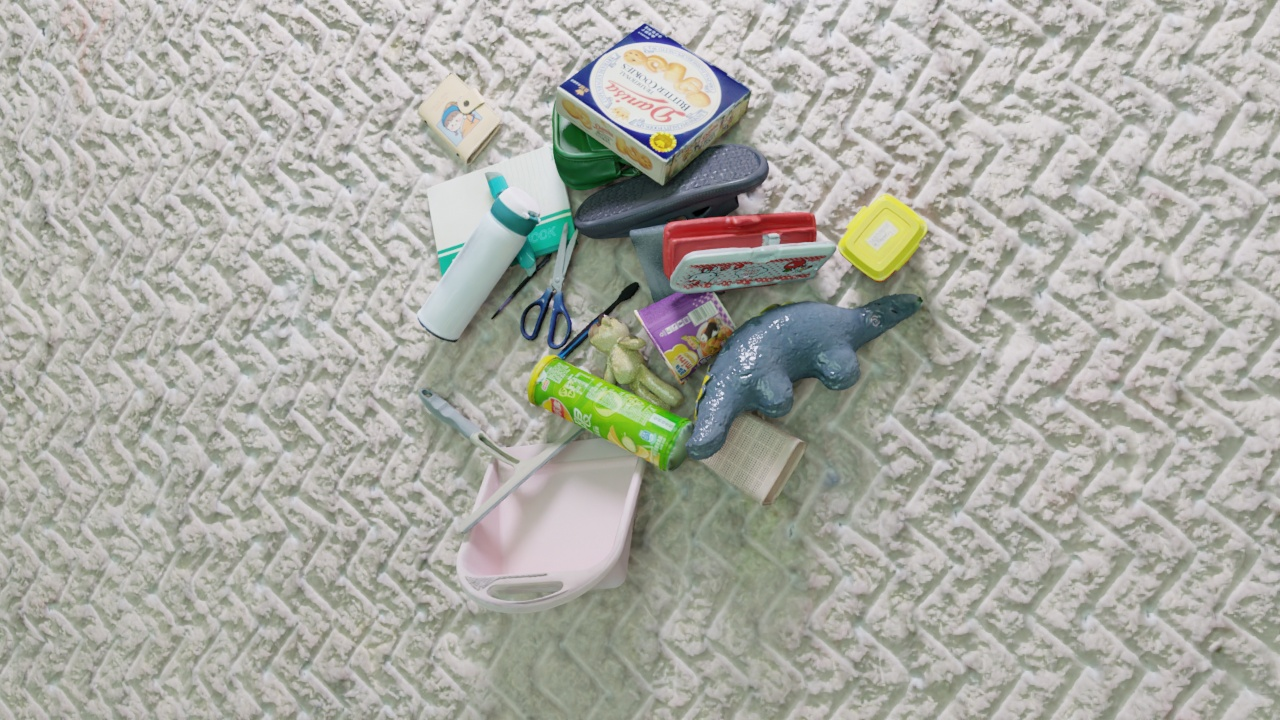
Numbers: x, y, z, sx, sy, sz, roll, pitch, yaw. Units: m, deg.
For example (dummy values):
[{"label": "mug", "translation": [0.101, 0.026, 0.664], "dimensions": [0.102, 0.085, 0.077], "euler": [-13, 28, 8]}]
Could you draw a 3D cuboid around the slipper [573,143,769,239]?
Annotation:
[{"label": "slipper", "translation": [0.045, -0.201, 1.185], "dimensions": [0.269, 0.083, 0.110], "euler": [-13, 40, 24]}]

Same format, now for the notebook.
[{"label": "notebook", "translation": [-0.196, -0.201, 1.278], "dimensions": [0.209, 0.012, 0.150], "euler": [-15, 79, 17]}]

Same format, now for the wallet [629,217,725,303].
[{"label": "wallet", "translation": [0.048, -0.124, 1.168], "dimensions": [0.097, 0.121, 0.019], "euler": [-8, 41, 16]}]

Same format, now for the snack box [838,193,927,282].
[{"label": "snack box", "translation": [0.291, -0.143, 1.108], "dimensions": [0.082, 0.080, 0.091], "euler": [42, 97, 14]}]

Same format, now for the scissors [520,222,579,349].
[{"label": "scissors", "translation": [-0.105, -0.096, 1.238], "dimensions": [0.128, 0.012, 0.173], "euler": [47, 107, 10]}]

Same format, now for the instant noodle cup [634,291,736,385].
[{"label": "instant noodle cup", "translation": [0.062, -0.041, 1.156], "dimensions": [0.099, 0.111, 0.111], "euler": [-33, 77, 1]}]

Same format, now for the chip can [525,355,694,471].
[{"label": "chip can", "translation": [-0.037, 0.067, 1.167], "dimensions": [0.221, 0.072, 0.072], "euler": [25, 92, 21]}]

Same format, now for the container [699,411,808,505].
[{"label": "container", "translation": [0.131, 0.111, 1.127], "dimensions": [0.111, 0.090, 0.090], "euler": [31, 93, 19]}]

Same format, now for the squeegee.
[{"label": "squeegee", "translation": [-0.218, 0.102, 1.235], "dimensions": [0.247, 0.039, 0.245], "euler": [29, 55, 32]}]

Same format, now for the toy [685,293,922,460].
[{"label": "toy", "translation": [0.176, -0.005, 1.096], "dimensions": [0.355, 0.091, 0.138], "euler": [-29, 43, -16]}]

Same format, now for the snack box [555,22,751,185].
[{"label": "snack box", "translation": [0.018, -0.333, 1.177], "dimensions": [0.178, 0.046, 0.182], "euler": [37, 62, 15]}]

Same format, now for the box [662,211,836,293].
[{"label": "box", "translation": [0.133, -0.123, 1.099], "dimensions": [0.201, 0.091, 0.094], "euler": [-7, 110, -18]}]

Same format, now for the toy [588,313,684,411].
[{"label": "toy", "translation": [-0.007, 0.007, 1.194], "dimensions": [0.157, 0.066, 0.105], "euler": [48, 140, 11]}]

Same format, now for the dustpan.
[{"label": "dustpan", "translation": [-0.109, 0.185, 1.115], "dimensions": [0.223, 0.139, 0.272], "euler": [-9, 59, 13]}]

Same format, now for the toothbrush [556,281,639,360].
[{"label": "toothbrush", "translation": [-0.070, -0.040, 1.238], "dimensions": [0.190, 0.016, 0.014], "euler": [-43, 85, 11]}]

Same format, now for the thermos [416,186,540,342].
[{"label": "thermos", "translation": [-0.216, -0.131, 1.235], "dimensions": [0.073, 0.073, 0.225], "euler": [43, 109, 15]}]

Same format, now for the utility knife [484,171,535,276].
[{"label": "utility knife", "translation": [-0.176, -0.190, 1.257], "dimensions": [0.029, 0.013, 0.161], "euler": [-24, 81, 17]}]

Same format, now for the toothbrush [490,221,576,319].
[{"label": "toothbrush", "translation": [-0.142, -0.124, 1.264], "dimensions": [0.017, 0.014, 0.189], "euler": [43, 97, 3]}]

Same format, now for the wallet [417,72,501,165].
[{"label": "wallet", "translation": [-0.256, -0.349, 1.313], "dimensions": [0.087, 0.024, 0.115], "euler": [-47, 74, 12]}]

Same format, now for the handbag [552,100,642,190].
[{"label": "handbag", "translation": [-0.058, -0.294, 1.214], "dimensions": [0.120, 0.068, 0.131], "euler": [-3, 59, 1]}]
